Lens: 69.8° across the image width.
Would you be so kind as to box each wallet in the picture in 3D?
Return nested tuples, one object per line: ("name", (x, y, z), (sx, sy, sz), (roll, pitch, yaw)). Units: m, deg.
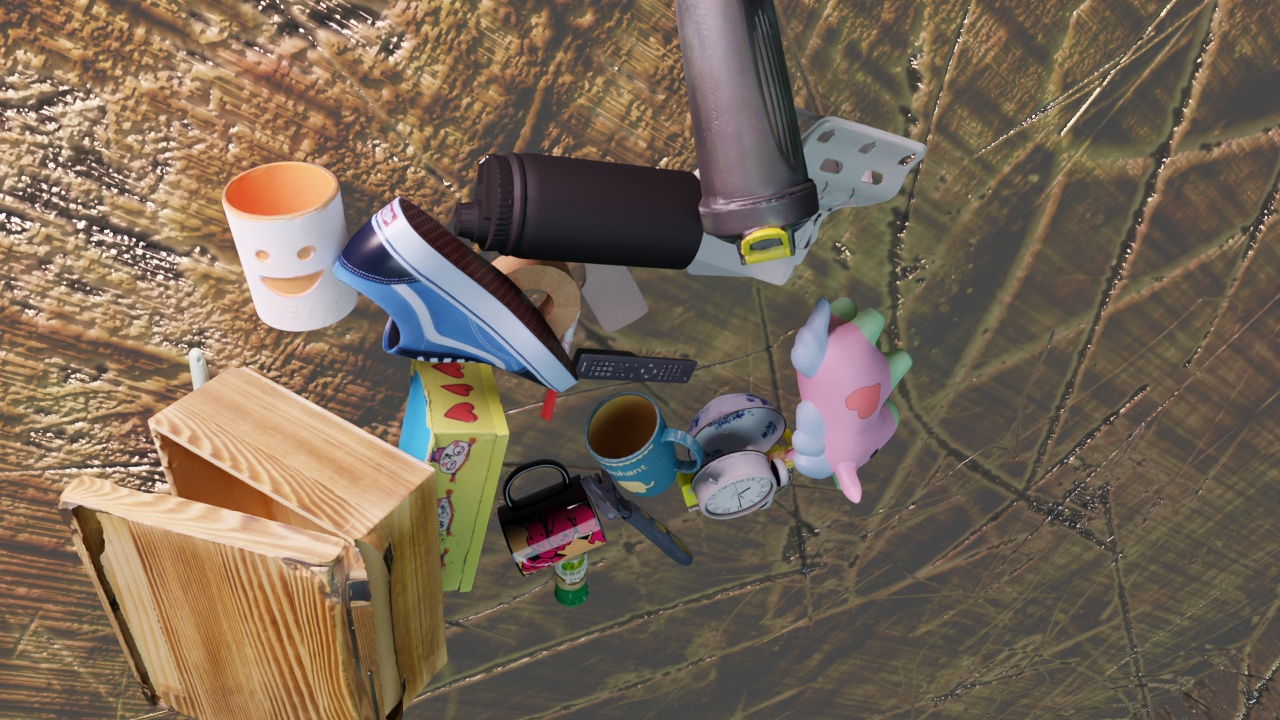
("wallet", (0.091, -0.110, 0.837), (0.118, 0.037, 0.116), (18, 142, -1))

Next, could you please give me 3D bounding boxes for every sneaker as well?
("sneaker", (-0.152, -0.031, 0.761), (0.098, 0.083, 0.241), (-37, 135, 11))

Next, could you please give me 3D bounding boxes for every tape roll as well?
("tape roll", (-0.103, -0.056, 0.842), (0.094, 0.027, 0.094), (-12, 132, -13))

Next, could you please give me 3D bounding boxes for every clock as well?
("clock", (0.118, 0.143, 1.048), (0.122, 0.035, 0.095), (2, 138, -25))

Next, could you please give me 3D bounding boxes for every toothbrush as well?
("toothbrush", (-0.389, 0.052, 0.824), (0.022, 0.015, 0.155), (-29, 142, -41))

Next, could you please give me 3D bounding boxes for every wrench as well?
("wrench", (0.002, 0.189, 1.077), (0.022, 0.073, 0.273), (-33, 139, 7))

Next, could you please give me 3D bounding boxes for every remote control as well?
("remote control", (-0.006, 0.006, 0.944), (0.136, 0.015, 0.032), (3, 127, -28))

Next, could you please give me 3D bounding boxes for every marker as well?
("marker", (-0.080, 0.003, 0.913), (0.012, 0.012, 0.142), (1, 128, -24))

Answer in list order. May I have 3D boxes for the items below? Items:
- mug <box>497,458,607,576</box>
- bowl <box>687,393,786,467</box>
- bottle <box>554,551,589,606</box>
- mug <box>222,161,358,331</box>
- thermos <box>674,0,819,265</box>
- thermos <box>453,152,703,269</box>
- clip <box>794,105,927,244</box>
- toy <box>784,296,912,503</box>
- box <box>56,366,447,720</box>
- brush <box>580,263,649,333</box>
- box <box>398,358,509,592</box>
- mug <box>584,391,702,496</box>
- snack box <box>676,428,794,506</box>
("mug", (-0.103, 0.165, 1.006), (0.098, 0.082, 0.118), (-22, 106, -4))
("bowl", (0.100, 0.071, 1.018), (0.114, 0.045, 0.114), (-13, 143, -10))
("bottle", (-0.083, 0.248, 1.103), (0.043, 0.043, 0.111), (-10, 131, -15))
("mug", (-0.267, -0.087, 0.708), (0.082, 0.082, 0.105), (-10, 132, -15))
("thermos", (0.080, -0.187, 0.713), (0.098, 0.098, 0.221), (-15, 108, -10))
("thermos", (-0.054, -0.124, 0.763), (0.198, 0.086, 0.086), (1, 128, -24))
("clip", (0.166, -0.178, 0.843), (0.126, 0.101, 0.152), (9, 153, -28))
("toy", (0.210, 0.037, 0.990), (0.171, 0.120, 0.222), (-49, 129, -6))
("box", (-0.305, 0.199, 0.790), (0.191, 0.251, 0.280), (-47, 152, -47))
("brush", (-0.039, -0.085, 0.855), (0.050, 0.015, 0.136), (-29, 128, 1))
("box", (-0.190, 0.110, 0.886), (0.079, 0.124, 0.221), (3, 125, -26))
("mug", (0.010, 0.096, 0.972), (0.112, 0.084, 0.104), (1, 146, 22))
("snack box", (0.116, 0.127, 1.091), (0.148, 0.029, 0.040), (-20, 133, -6))
